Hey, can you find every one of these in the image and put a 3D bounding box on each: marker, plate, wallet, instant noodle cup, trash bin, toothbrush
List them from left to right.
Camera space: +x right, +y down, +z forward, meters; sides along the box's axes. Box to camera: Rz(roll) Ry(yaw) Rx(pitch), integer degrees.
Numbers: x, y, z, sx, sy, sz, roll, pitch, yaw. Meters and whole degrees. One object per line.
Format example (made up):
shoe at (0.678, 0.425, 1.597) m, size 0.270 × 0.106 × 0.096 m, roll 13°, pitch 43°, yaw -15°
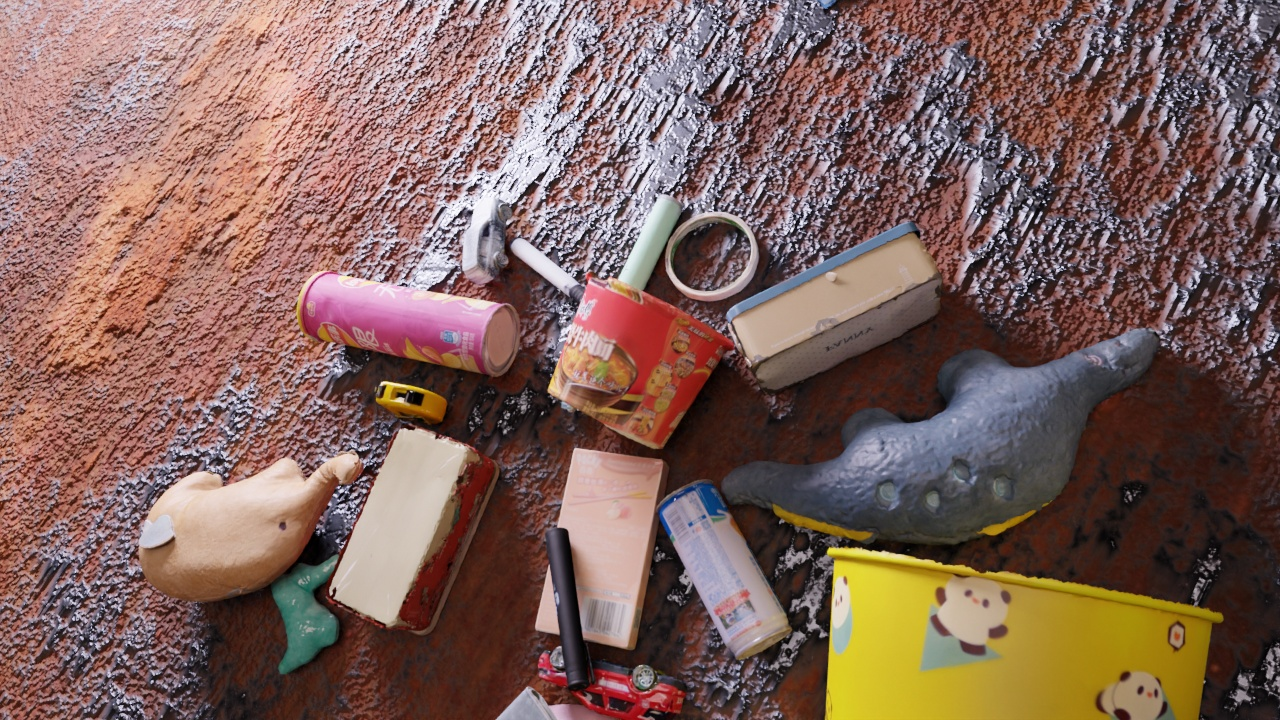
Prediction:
wallet at (-0.098, 0.329, 0.683) m, size 0.129 × 0.037 × 0.106 m, roll -45°, pitch 53°, yaw -4°
marker at (-0.082, -0.081, 0.875) m, size 0.018 × 0.023 × 0.131 m, roll -33°, pitch 52°, yaw -26°
plate at (-0.063, 0.365, 0.701) m, size 0.193 × 0.039 × 0.192 m, roll -6°, pitch 69°, yaw 15°
marker at (-0.057, 0.194, 0.727) m, size 0.022 × 0.020 × 0.131 m, roll -7°, pitch 53°, yaw -9°
toothbrush at (-0.017, -0.053, 0.847) m, size 0.027 × 0.026 × 0.224 m, roll 12°, pitch 73°, yaw 50°
instant noodle cup at (-0.005, 0.004, 0.770) m, size 0.138 × 0.138 × 0.108 m, roll 26°, pitch 89°, yaw 24°
trash bin at (0.214, 0.261, 0.561) m, size 0.230 × 0.229 × 0.255 m, roll 6°, pitch 78°, yaw 19°

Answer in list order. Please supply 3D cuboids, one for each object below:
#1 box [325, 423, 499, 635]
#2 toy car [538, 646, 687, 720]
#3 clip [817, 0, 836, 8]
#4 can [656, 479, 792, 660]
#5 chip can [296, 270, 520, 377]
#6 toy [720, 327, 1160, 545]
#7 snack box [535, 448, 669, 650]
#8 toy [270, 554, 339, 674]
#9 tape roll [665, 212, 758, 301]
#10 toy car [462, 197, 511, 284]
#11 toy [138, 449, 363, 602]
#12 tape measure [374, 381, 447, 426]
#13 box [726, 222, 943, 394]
box at (-0.200, 0.146, 0.804) m, size 0.091 × 0.077 × 0.168 m, roll 16°, pitch 77°, yaw 23°
toy car at (-0.024, 0.256, 0.721) m, size 0.121 × 0.053 × 0.045 m, roll 8°, pitch 68°, yaw 22°
clip at (0.198, -0.371, 0.900) m, size 0.057 × 0.029 × 0.024 m, roll -35°, pitch 62°, yaw 10°
can at (0.065, 0.164, 0.726) m, size 0.053 × 0.053 × 0.134 m, roll -31°, pitch 65°, yaw 4°
chip can at (-0.223, -0.037, 0.880) m, size 0.211 × 0.071 × 0.071 m, roll 11°, pitch 74°, yaw 21°
toy at (0.238, 0.069, 0.695) m, size 0.356 × 0.091 × 0.137 m, roll -23°, pitch 38°, yaw 7°
snack box at (-0.031, 0.156, 0.774) m, size 0.084 × 0.026 × 0.157 m, roll 6°, pitch 72°, yaw 20°
toy at (-0.303, 0.223, 0.834) m, size 0.096 × 0.030 × 0.092 m, roll -35°, pitch 67°, yaw 0°
tape roll at (0.065, -0.096, 0.843) m, size 0.086 × 0.014 × 0.085 m, roll -6°, pitch 69°, yaw 16°
toy car at (-0.153, -0.120, 0.903) m, size 0.043 × 0.034 × 0.090 m, roll -16°, pitch 62°, yaw 42°
toy at (-0.354, 0.150, 0.847) m, size 0.226 × 0.082 × 0.143 m, roll -12°, pitch 57°, yaw 12°
tape measure at (-0.211, 0.044, 0.855) m, size 0.057 × 0.060 × 0.028 m, roll 9°, pitch 73°, yaw 14°
box at (0.166, -0.042, 0.752) m, size 0.184 × 0.090 × 0.059 m, roll -27°, pitch 64°, yaw 4°
